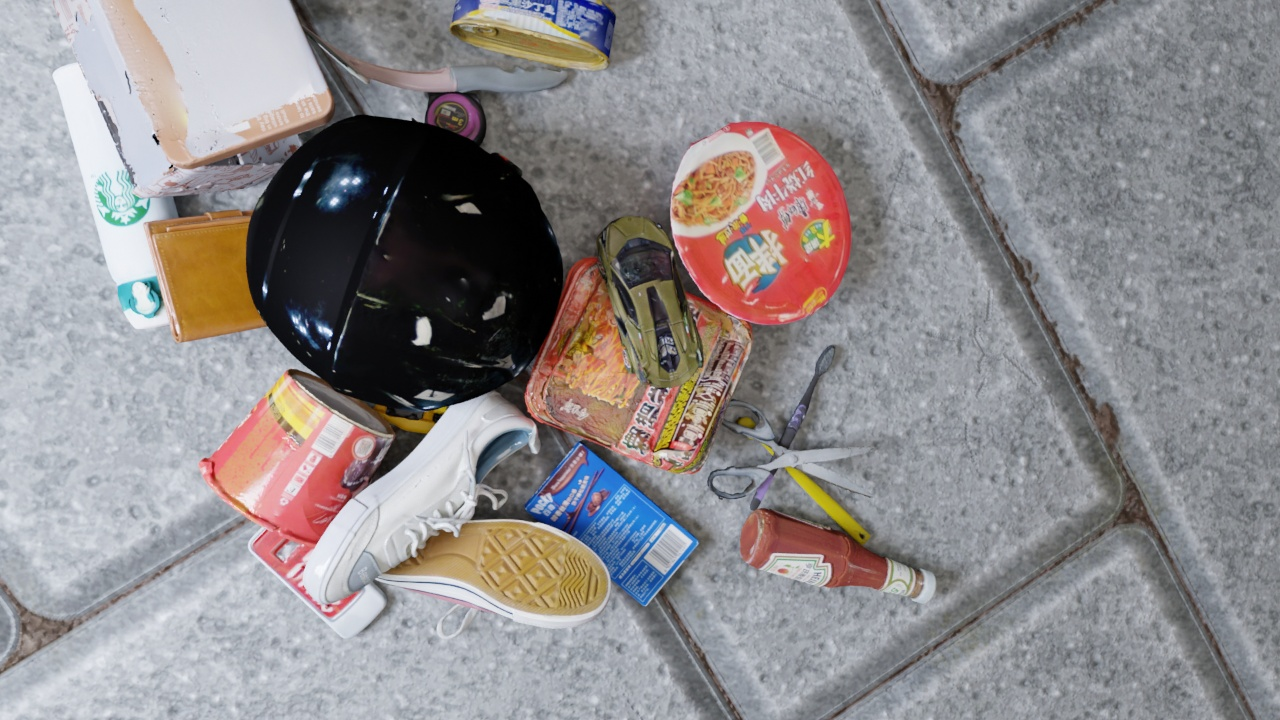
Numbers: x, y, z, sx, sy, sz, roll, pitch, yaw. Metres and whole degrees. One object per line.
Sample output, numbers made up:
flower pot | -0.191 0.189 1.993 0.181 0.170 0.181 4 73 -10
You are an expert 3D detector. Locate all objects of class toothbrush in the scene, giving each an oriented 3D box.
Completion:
toothbrush | 0.166 0.123 0.940 0.190 0.016 0.015 43 85 -11
toothbrush | 0.154 0.066 0.922 0.014 0.017 0.189 29 80 -5

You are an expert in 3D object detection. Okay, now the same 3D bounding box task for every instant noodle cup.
instant noodle cup | -0.287 0.081 0.798 0.138 0.138 0.108 35 89 -10
instant noodle cup | -0.005 0.005 0.872 0.188 0.079 0.164 23 89 -11
instant noodle cup | 0.104 -0.126 0.874 0.193 0.066 0.193 2 84 -23

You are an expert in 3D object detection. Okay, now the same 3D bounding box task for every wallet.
wallet | -0.353 -0.085 0.804 0.130 0.035 0.119 -16 92 -41

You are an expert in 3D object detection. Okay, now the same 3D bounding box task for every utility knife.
utility knife | -0.251 0.044 0.866 0.164 0.015 0.033 12 89 -10

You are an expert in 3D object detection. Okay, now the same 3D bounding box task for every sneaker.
sneaker | -0.142 0.200 0.858 0.241 0.088 0.118 8 61 9
sneaker | -0.181 0.128 0.807 0.091 0.090 0.241 31 60 18

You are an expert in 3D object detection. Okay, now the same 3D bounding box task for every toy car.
toy car | 0.008 -0.052 0.813 0.070 0.042 0.158 -19 92 -14

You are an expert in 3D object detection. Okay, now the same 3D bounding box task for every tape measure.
tape measure | -0.172 -0.219 0.851 0.057 0.039 0.058 -1 89 -9

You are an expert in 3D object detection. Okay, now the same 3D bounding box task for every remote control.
remote control | -0.303 0.201 0.865 0.056 0.020 0.136 -43 99 -5

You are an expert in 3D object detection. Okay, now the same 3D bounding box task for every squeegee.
squeegee | -0.176 -0.257 0.814 0.249 0.247 0.040 -3 119 -33

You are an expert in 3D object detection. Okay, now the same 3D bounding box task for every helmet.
helmet | -0.178 -0.069 0.761 0.274 0.230 0.234 14 106 -37

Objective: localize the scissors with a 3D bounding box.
scissors | 0.144 0.097 0.907 0.159 0.014 0.175 -38 88 -6

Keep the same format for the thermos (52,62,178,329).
thermos | -0.441 -0.139 0.794 0.073 0.073 0.224 -14 95 -8

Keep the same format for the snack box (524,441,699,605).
snack box | -0.028 0.161 0.904 0.157 0.026 0.084 41 86 -9

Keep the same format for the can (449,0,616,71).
can | -0.097 -0.309 0.840 0.148 0.075 0.049 10 89 -10

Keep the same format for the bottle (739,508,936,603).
bottle | 0.202 0.204 0.929 0.206 0.060 0.060 19 90 -11

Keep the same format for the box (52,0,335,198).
box | -0.338 -0.246 0.729 0.181 0.153 0.182 -17 97 24
